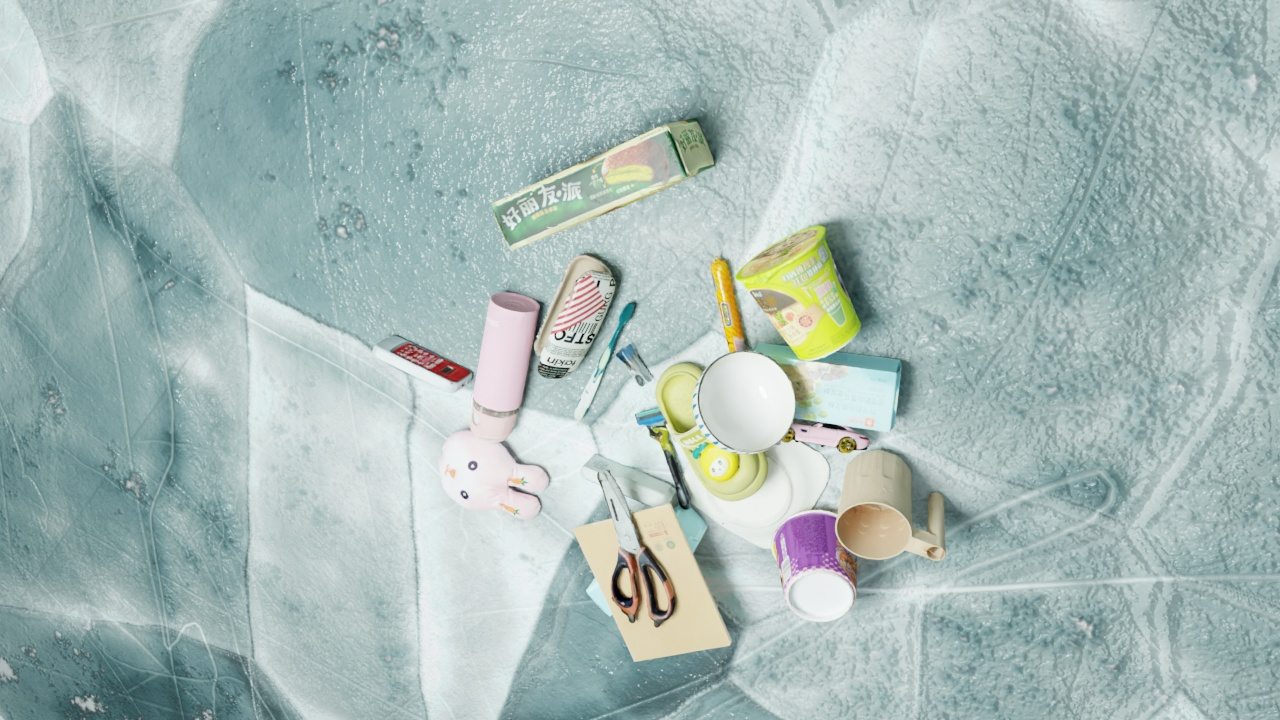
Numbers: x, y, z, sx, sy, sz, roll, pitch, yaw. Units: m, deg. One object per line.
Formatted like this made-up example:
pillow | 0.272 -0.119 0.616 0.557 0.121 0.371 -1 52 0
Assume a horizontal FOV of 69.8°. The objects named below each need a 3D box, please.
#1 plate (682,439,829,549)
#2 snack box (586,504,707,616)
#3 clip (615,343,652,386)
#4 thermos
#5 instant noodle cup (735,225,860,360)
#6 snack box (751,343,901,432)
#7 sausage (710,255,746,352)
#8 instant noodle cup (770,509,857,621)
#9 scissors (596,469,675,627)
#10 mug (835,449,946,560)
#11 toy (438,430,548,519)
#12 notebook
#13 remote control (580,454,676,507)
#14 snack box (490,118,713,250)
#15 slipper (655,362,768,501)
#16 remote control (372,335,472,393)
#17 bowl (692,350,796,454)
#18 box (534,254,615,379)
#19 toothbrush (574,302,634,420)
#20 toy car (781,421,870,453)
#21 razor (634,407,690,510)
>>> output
plate | 0.139 0.156 1.162 0.164 0.034 0.164 30 116 8
snack box | 0.008 0.266 1.228 0.051 0.074 0.175 47 118 0
clip | -0.007 0.008 1.171 0.038 0.026 0.058 -29 104 38
thermos | -0.188 0.008 1.222 0.087 0.067 0.199 38 124 41
instant noodle cup | 0.185 -0.070 1.028 0.112 0.111 0.123 -26 105 26
snack box | 0.214 0.030 1.078 0.175 0.051 0.074 8 110 19
sausage | 0.110 -0.047 1.107 0.021 0.021 0.165 -8 105 23
instant noodle cup | 0.217 0.256 1.119 0.111 0.099 0.112 3 119 4
scissors | -0.025 0.241 1.169 0.208 0.015 0.186 39 118 3
mug | 0.293 0.171 1.064 0.125 0.103 0.084 18 125 7
toy | -0.209 0.163 1.290 0.159 0.054 0.121 20 115 5
notebook | 0.014 0.291 1.187 0.148 0.008 0.208 -19 102 25
remote control | -0.015 0.160 1.214 0.125 0.048 0.024 21 112 13
snack box | -0.044 -0.202 1.058 0.241 0.114 0.063 -19 100 26
slipper | 0.073 0.088 1.114 0.092 0.081 0.190 -41 70 23
remote control | -0.300 0.004 1.262 0.136 0.055 0.020 25 117 11
bowl | 0.112 0.051 1.047 0.116 0.066 0.116 3 78 -13
box | -0.088 -0.057 1.164 0.087 0.076 0.163 51 126 43
toothbrush | -0.047 0.003 1.190 0.016 0.018 0.192 30 119 8
toy car | 0.212 0.088 1.095 0.122 0.056 0.037 9 85 9
razor | 0.038 0.128 1.194 0.043 0.022 0.143 -18 97 31
